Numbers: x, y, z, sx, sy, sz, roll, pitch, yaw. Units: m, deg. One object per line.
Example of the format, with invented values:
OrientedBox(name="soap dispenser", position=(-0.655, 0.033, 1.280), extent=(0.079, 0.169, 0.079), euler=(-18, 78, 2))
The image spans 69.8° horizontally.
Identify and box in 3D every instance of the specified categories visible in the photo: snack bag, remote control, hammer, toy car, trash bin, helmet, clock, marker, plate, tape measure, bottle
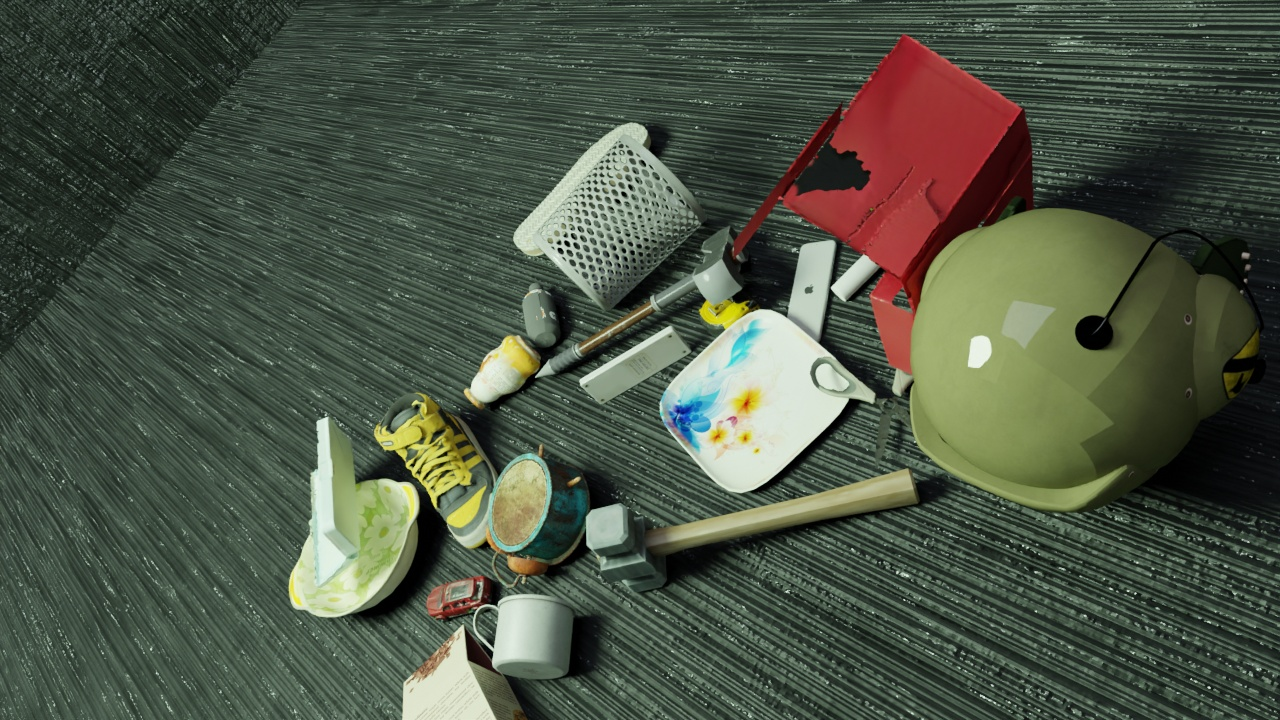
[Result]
OrientedBox(name="snack bag", position=(-0.183, 0.382, 0.963), extent=(0.094, 0.070, 0.206), euler=(-45, 44, -1))
OrientedBox(name="remote control", position=(0.199, -0.079, 1.075), extent=(0.045, 0.008, 0.146), euler=(-4, 57, 34))
OrientedBox(name="hammer", position=(0.109, 0.160, 0.908), extent=(0.323, 0.117, 0.051), euler=(-16, 50, 15))
OrientedBox(name="toy car", position=(-0.216, 0.281, 1.090), extent=(0.091, 0.036, 0.042), euler=(-22, 49, 29))
OrientedBox(name="trash bin", position=(-0.031, -0.176, 1.213), extent=(0.183, 0.156, 0.156), euler=(-45, 44, 2))
OrientedBox(name="helmet", position=(0.329, 0.003, 0.726), extent=(0.250, 0.255, 0.232), euler=(25, 71, 44))
OrientedBox(name="remote control", position=(-0.007, 0.007, 1.130), extent=(0.136, 0.050, 0.011), euler=(-31, 46, 14))
OrientedBox(name="clock", position=(-0.122, 0.189, 1.065), extent=(0.121, 0.073, 0.157), euler=(32, 95, 50))
OrientedBox(name="marker", position=(0.273, -0.121, 1.042), extent=(0.133, 0.027, 0.023), euler=(-45, 44, 2))
OrientedBox(name="plate", position=(0.126, 0.044, 1.023), extent=(0.187, 0.016, 0.187), euler=(-43, 49, 1))
OrientedBox(name="tape measure", position=(0.104, -0.058, 1.107), extent=(0.064, 0.037, 0.065), euler=(-44, 44, 0))
OrientedBox(name="bottle", position=(-0.188, 0.018, 1.244), extent=(0.109, 0.063, 0.063), euler=(-45, 44, -1))
OrientedBox(name="hammer", position=(-0.010, -0.054, 1.161), extent=(0.323, 0.043, 0.155), euler=(-30, 17, 23))
OrientedBox(name="bottle", position=(-0.140, -0.066, 1.284), extent=(0.047, 0.047, 0.112), euler=(-30, 46, 14))

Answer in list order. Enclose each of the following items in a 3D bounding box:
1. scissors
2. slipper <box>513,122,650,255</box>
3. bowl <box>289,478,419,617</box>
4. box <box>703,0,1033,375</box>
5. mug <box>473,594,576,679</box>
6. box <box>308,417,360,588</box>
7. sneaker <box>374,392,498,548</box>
OrientedBox(name="scissors", position=(0.252, 0.031, 0.941), extent=(0.170, 0.012, 0.157), euler=(33, 74, 33))
OrientedBox(name="slipper", position=(-0.082, -0.251, 1.377), extent=(0.262, 0.052, 0.115), euler=(-47, 42, -8))
OrientedBox(name="bowl", position=(-0.355, 0.250, 1.194), extent=(0.219, 0.060, 0.188), euler=(-38, 44, 7))
OrientedBox(name="box", position=(0.251, -0.163, 0.834), extent=(0.211, 0.378, 0.124), euler=(-53, 33, -13))
OrientedBox(name="mug", position=(-0.127, 0.294, 0.974), extent=(0.113, 0.084, 0.070), euler=(-5, 57, 14))
OrientedBox(name="box", position=(-0.407, 0.181, 1.191), extent=(0.122, 0.078, 0.197), euler=(-50, 38, 22))
OrientedBox(name="sneaker", position=(-0.260, 0.128, 1.172), extent=(0.086, 0.122, 0.238), euler=(-42, 43, 3))
